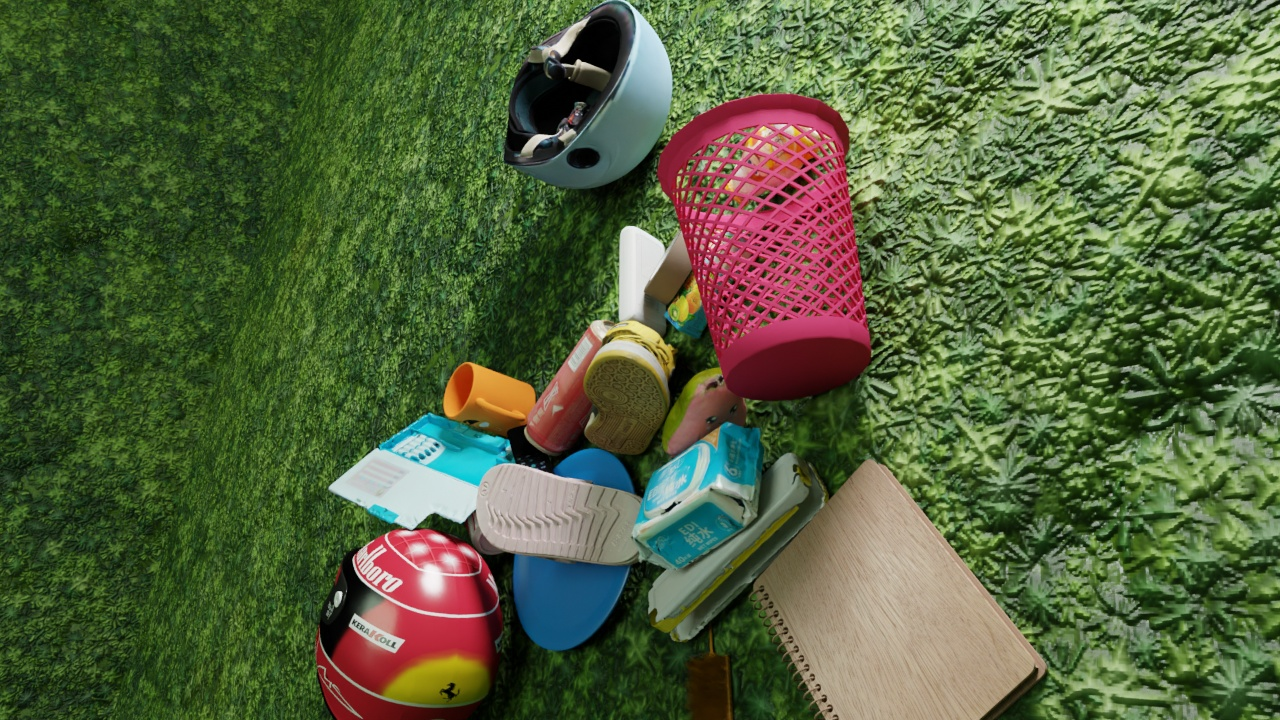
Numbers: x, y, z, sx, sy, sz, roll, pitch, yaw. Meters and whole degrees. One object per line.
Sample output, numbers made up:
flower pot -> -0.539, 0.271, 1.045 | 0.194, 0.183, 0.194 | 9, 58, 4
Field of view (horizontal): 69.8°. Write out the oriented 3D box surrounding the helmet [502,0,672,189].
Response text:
helmet -> -0.055, -0.333, 1.183 | 0.266, 0.166, 0.225 | -23, 56, 47

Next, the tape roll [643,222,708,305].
tape roll -> 0.040, -0.109, 1.016 | 0.094, 0.030, 0.093 | -58, 5, 7

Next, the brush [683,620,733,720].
brush -> 0.060, 0.285, 0.820 | 0.049, 0.017, 0.126 | -30, 49, 41

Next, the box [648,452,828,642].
box -> 0.086, 0.172, 0.832 | 0.210, 0.044, 0.065 | -49, 20, 21

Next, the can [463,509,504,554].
can -> -0.195, 0.193, 1.167 | 0.064, 0.064, 0.105 | -58, 36, 13

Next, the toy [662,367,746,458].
toy -> 0.062, 0.049, 0.869 | 0.110, 0.090, 0.051 | 91, 154, -49

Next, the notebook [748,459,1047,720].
notebook -> 0.180, 0.204, 0.704 | 0.169, 0.022, 0.210 | -52, 38, 18

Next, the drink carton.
drink carton -> 0.077, -0.087, 0.986 | 0.129, 0.038, 0.044 | -58, 36, 14

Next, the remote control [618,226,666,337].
remote control -> 0.003, -0.091, 1.067 | 0.026, 0.060, 0.138 | -26, 51, 38

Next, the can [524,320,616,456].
can -> -0.071, 0.033, 1.090 | 0.170, 0.067, 0.067 | -54, 37, 18

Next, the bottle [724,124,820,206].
bottle -> 0.135, -0.210, 0.957 | 0.109, 0.063, 0.063 | -43, 41, 30

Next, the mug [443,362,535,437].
mug -> -0.192, 0.057, 1.211 | 0.113, 0.096, 0.077 | 22, 89, 55

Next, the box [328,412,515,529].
box -> -0.260, 0.146, 1.158 | 0.227, 0.039, 0.181 | 14, 39, 37

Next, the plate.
plate -> -0.069, 0.210, 1.026 | 0.225, 0.024, 0.224 | -30, 49, 41

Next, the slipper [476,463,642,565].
slipper -> -0.078, 0.171, 0.984 | 0.240, 0.064, 0.094 | 4, 76, 36

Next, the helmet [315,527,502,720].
helmet -> -0.273, 0.310, 1.087 | 0.271, 0.197, 0.224 | 23, 98, 54

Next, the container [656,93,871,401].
container -> 0.121, -0.091, 0.830 | 0.184, 0.183, 0.225 | -31, 56, 40

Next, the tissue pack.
tissue pack -> 0.051, 0.124, 0.834 | 0.145, 0.061, 0.092 | -42, 20, 36

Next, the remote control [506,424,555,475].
remote control -> -0.127, 0.128, 1.098 | 0.151, 0.041, 0.020 | -118, 15, -52

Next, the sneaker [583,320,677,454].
sneaker -> -0.006, 0.006, 0.937 | 0.239, 0.086, 0.121 | 106, 180, -66
